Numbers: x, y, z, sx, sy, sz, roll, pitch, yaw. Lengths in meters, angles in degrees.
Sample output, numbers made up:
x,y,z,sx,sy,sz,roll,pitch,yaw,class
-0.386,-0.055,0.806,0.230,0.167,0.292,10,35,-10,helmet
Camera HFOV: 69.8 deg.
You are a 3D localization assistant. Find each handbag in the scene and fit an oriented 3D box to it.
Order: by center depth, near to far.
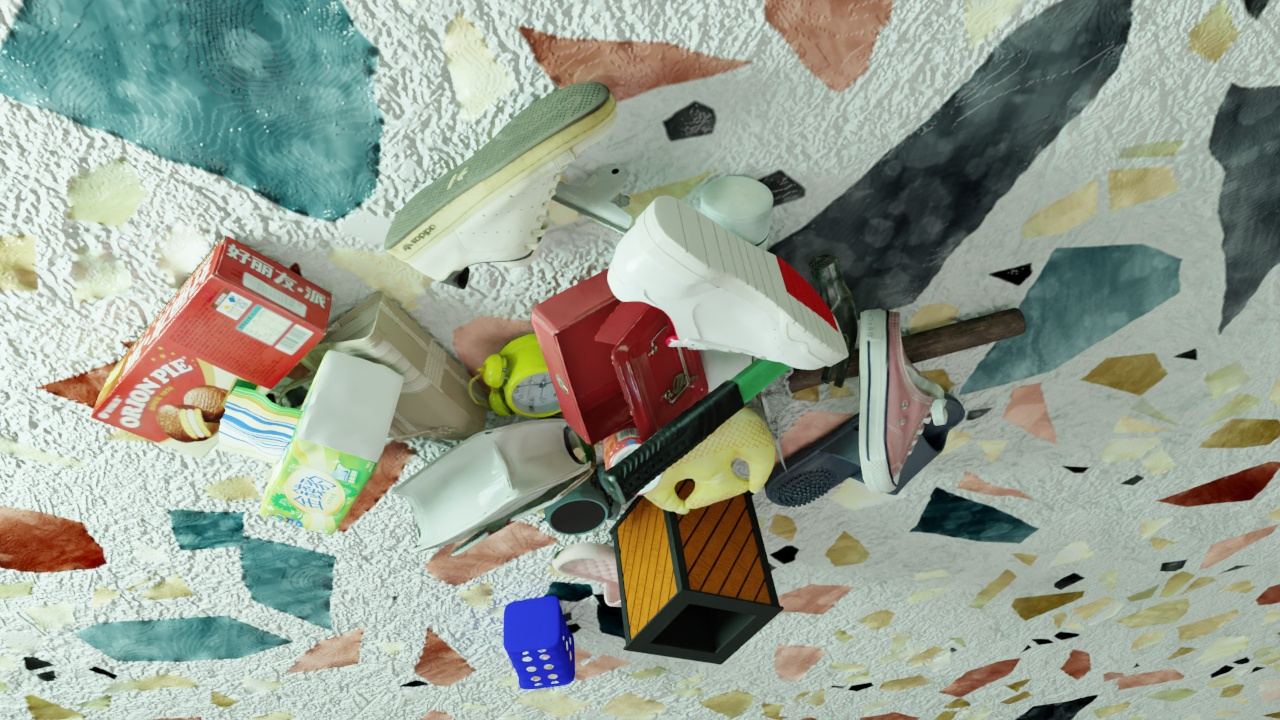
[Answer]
x,y,z,sx,sy,sz,roll,pitch,yaw,class
-0.290,0.034,0.954,0.198,0.062,0.175,-19,135,21,handbag
-0.159,0.140,1.002,0.199,0.096,0.141,-32,164,35,handbag

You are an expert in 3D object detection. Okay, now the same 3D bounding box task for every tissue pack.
x,y,z,sx,sy,sz,roll,pitch,yaw,class
-0.332,0.075,0.887,0.141,0.120,0.198,22,134,-20,tissue pack

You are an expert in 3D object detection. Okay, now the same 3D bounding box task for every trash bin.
x,y,z,sx,sy,sz,roll,pitch,yaw,class
0.063,0.257,1.140,0.139,0.171,0.140,17,130,-24,trash bin

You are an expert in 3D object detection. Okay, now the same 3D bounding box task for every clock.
x,y,z,sx,sy,sz,roll,pitch,yaw,class
-0.119,0.019,0.952,0.119,0.057,0.083,-12,138,-7,clock
-0.064,0.168,1.115,0.124,0.053,0.090,-8,136,-6,clock

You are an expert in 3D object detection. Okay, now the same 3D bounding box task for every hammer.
x,y,z,sx,sy,sz,roll,pitch,yaw,class
0.093,0.031,0.879,0.318,0.032,0.130,-35,121,-23,hammer
0.280,0.020,1.037,0.301,0.037,0.218,-15,135,4,hammer

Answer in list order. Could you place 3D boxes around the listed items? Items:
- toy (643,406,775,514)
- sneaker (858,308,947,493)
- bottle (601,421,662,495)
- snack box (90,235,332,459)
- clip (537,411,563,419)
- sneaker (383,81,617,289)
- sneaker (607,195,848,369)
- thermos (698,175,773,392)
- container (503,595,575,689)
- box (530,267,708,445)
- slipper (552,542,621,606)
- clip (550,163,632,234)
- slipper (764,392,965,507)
x,y,z,sx,sy,sz,roll,pitch,yaw,class
0.065,0.102,1.048,0.170,0.064,0.155,-18,111,10,toy
0.274,0.046,0.963,0.088,0.118,0.241,-1,131,14,sneaker
-0.011,0.089,0.985,0.062,0.137,0.062,-2,109,-5,bottle
-0.410,-0.004,0.878,0.237,0.060,0.113,-38,130,26,snack box
-0.079,0.066,1.032,0.075,0.023,0.061,-4,134,-9,clip
-0.104,-0.133,0.778,0.242,0.088,0.102,-29,124,24,sneaker
0.072,-0.043,0.808,0.236,0.090,0.105,26,128,-31,sneaker
0.085,-0.067,0.895,0.068,0.067,0.230,-5,135,-5,thermos
-0.145,0.405,1.317,0.085,0.084,0.114,-9,134,1,container
-0.019,-0.003,0.896,0.127,0.136,0.157,16,137,36,box
-0.018,0.296,1.240,0.221,0.055,0.107,26,137,-28,slipper
-0.034,-0.148,0.804,0.054,0.102,0.044,-44,148,-28,clip
0.271,0.126,1.110,0.264,0.082,0.101,-31,129,21,slipper
